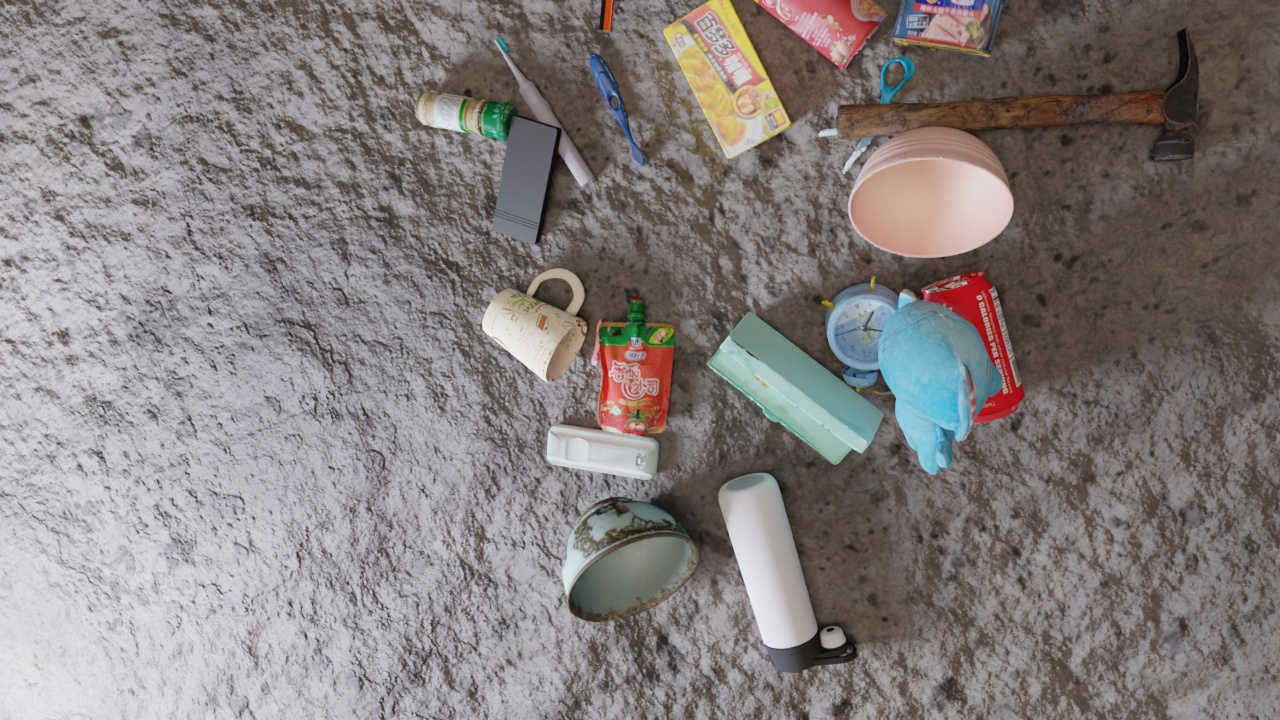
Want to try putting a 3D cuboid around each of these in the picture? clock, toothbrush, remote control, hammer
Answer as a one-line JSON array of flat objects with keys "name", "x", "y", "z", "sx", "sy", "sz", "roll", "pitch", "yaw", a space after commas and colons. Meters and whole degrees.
[{"name": "clock", "x": 0.244, "y": -0.022, "z": 0.965, "sx": 0.089, "sy": 0.051, "sz": 0.124, "roll": -25, "pitch": 98, "yaw": 17}, {"name": "toothbrush", "x": -0.024, "y": -0.273, "z": 0.999, "sx": 0.021, "sy": 0.016, "sz": 0.132, "roll": -24, "pitch": 92, "yaw": 17}, {"name": "remote control", "x": -0.046, "y": 0.108, "z": 1.078, "sx": 0.133, "sy": 0.022, "sz": 0.050, "roll": 7, "pitch": 103, "yaw": 12}, {"name": "remote control", "x": -0.128, "y": -0.201, "z": 1.028, "sx": 0.058, "sy": 0.013, "sz": 0.134, "roll": 21, "pitch": 113, "yaw": 14}, {"name": "toothbrush", "x": -0.108, "y": -0.276, "z": 1.016, "sx": 0.019, "sy": 0.018, "sz": 0.188, "roll": -32, "pitch": 92, "yaw": 20}, {"name": "hammer", "x": 0.359, "y": -0.249, "z": 0.892, "sx": 0.330, "sy": 0.033, "sz": 0.120, "roll": 0, "pitch": 97, "yaw": 11}]

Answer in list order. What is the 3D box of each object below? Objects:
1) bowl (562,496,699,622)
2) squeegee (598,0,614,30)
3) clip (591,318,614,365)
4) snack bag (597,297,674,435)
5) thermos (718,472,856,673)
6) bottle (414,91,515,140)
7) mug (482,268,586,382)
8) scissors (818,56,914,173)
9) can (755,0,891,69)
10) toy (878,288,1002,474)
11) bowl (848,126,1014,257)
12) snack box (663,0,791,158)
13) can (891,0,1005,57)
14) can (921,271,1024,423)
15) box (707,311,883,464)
[{"name": "bowl", "x": -0.023, "y": 0.213, "z": 1.046, "sx": 0.160, "sy": 0.159, "sz": 0.094, "roll": -44, "pitch": 48, "yaw": 18}, {"name": "squeegee", "x": 0.061, "y": -0.455, "z": 0.920, "sx": 0.185, "sy": 0.055, "sz": 0.249, "roll": 7, "pitch": 103, "yaw": 2}, {"name": "clip", "x": -0.037, "y": -0.017, "z": 1.051, "sx": 0.043, "sy": 0.023, "sz": 0.060, "roll": 27, "pitch": 108, "yaw": 3}, {"name": "snack bag", "x": -0.006, "y": 0.006, "z": 1.041, "sx": 0.087, "sy": 0.044, "sz": 0.155, "roll": 2, "pitch": 98, "yaw": -6}, {"name": "thermos", "x": 0.166, "y": 0.239, "z": 1.034, "sx": 0.101, "sy": 0.068, "sz": 0.230, "roll": -17, "pitch": 98, "yaw": 3}, {"name": "bottle", "x": -0.196, "y": -0.275, "z": 1.026, "sx": 0.110, "sy": 0.042, "sz": 0.043, "roll": 12, "pitch": 104, "yaw": 12}, {"name": "mug", "x": -0.113, "y": -0.051, "z": 1.044, "sx": 0.097, "sy": 0.081, "sz": 0.122, "roll": 31, "pitch": 86, "yaw": 13}, {"name": "scissors", "x": 0.253, "y": -0.238, "z": 0.937, "sx": 0.117, "sy": 0.014, "sz": 0.130, "roll": 37, "pitch": 107, "yaw": 3}, {"name": "can", "x": 0.177, "y": -0.350, "z": 0.905, "sx": 0.124, "sy": 0.066, "sz": 0.067, "roll": 40, "pitch": 107, "yaw": 3}, {"name": "toy", "x": 0.286, "y": 0.028, "z": 0.867, "sx": 0.115, "sy": 0.183, "sz": 0.181, "roll": -15, "pitch": 127, "yaw": 1}, {"name": "bowl", "x": 0.282, "y": -0.174, "z": 0.893, "sx": 0.153, "sy": 0.153, "sz": 0.076, "roll": 4, "pitch": 61, "yaw": 13}, {"name": "snack box", "x": 0.091, "y": -0.296, "z": 0.959, "sx": 0.075, "sy": 0.025, "sz": 0.152, "roll": -26, "pitch": 94, "yaw": 17}, {"name": "can", "x": 0.296, "y": -0.331, "z": 0.887, "sx": 0.100, "sy": 0.053, "sz": 0.059, "roll": 14, "pitch": 106, "yaw": 11}, {"name": "can", "x": 0.336, "y": -0.013, "z": 0.931, "sx": 0.074, "sy": 0.074, "sz": 0.142, "roll": -16, "pitch": 97, "yaw": 16}, {"name": "box", "x": 0.160, "y": 0.041, "z": 1.000, "sx": 0.188, "sy": 0.077, "sz": 0.092, "roll": 37, "pitch": 131, "yaw": 4}]
